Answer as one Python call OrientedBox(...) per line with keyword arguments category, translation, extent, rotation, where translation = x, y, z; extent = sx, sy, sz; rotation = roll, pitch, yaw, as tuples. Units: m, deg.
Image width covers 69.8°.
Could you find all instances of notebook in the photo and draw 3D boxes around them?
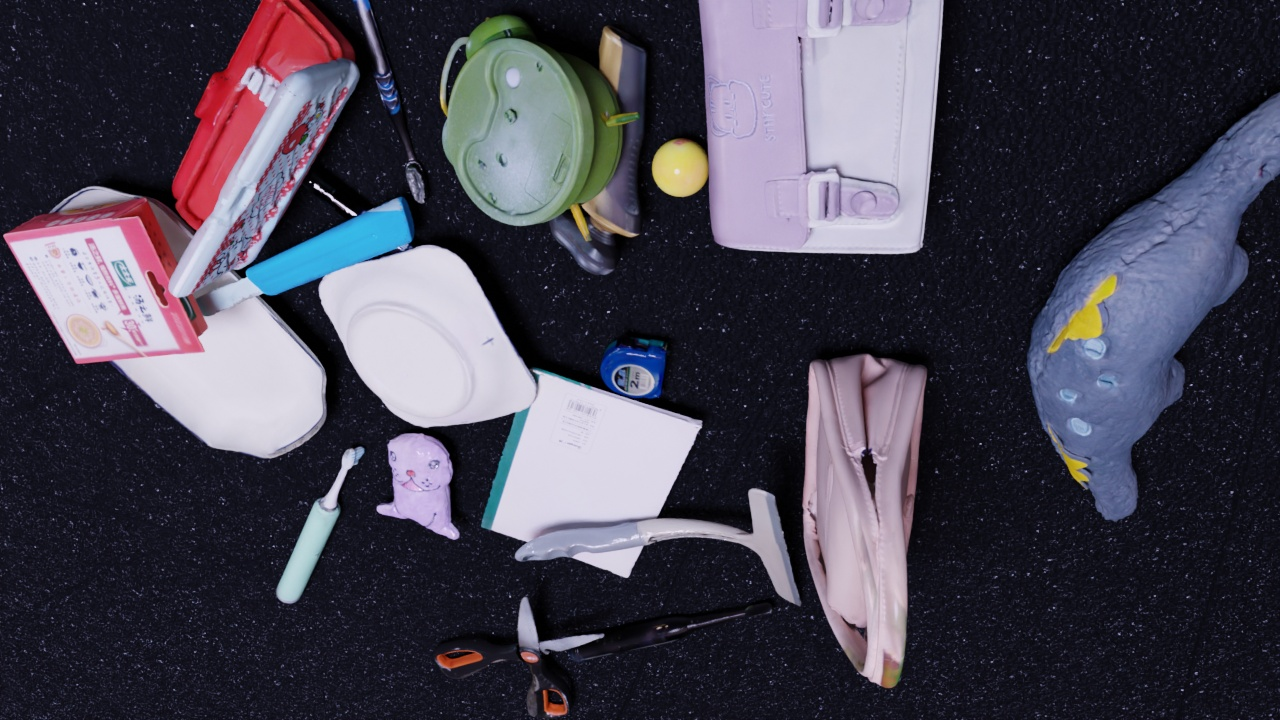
OrientedBox(category="notebook", translation=(-0.050, 0.105, 0.808), extent=(0.150, 0.012, 0.210), rotation=(19, 129, -4))

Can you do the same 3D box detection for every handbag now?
OrientedBox(category="handbag", translation=(0.110, -0.169, 0.579), extent=(0.145, 0.098, 0.197), rotation=(2, 122, 14))
OrientedBox(category="handbag", translation=(0.166, 0.125, 0.669), extent=(0.093, 0.233, 0.194), rotation=(1, 122, 10))

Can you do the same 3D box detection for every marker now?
OrientedBox(category="marker", translation=(-0.207, -0.106, 0.706), extent=(0.132, 0.022, 0.020), rotation=(38, 106, -16))

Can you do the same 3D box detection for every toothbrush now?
OrientedBox(category="toothbrush", translation=(0.029, 0.265, 0.903), extent=(0.213, 0.026, 0.027), rotation=(-17, 152, 17))
OrientedBox(category="toothbrush", translation=(-0.311, 0.161, 0.887), extent=(0.026, 0.027, 0.225), rotation=(45, 123, 19))
OrientedBox(category="toothbrush", translation=(-0.181, -0.199, 0.647), extent=(0.014, 0.016, 0.190), rotation=(-9, 120, 5))

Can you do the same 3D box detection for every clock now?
OrientedBox(category="clock", translation=(-0.080, -0.159, 0.610), extent=(0.161, 0.056, 0.116), rotation=(39, 122, 22))

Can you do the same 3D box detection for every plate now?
OrientedBox(category="plate", translation=(-0.375, -0.029, 0.771), extent=(0.162, 0.034, 0.266), rotation=(-31, 113, 24))
OrientedBox(category="plate", translation=(-0.179, -0.007, 0.738), extent=(0.164, 0.034, 0.164), rotation=(-11, 120, 30))

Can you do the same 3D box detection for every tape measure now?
OrientedBox(category="tape measure", translation=(-0.004, 0.004, 0.741), extent=(0.054, 0.025, 0.058), rotation=(11, 134, 4))

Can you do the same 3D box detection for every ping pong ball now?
OrientedBox(category="ping pong ball", translation=(0.028, -0.135, 0.641), extent=(0.040, 0.040, 0.040), rotation=(4, 122, 6))

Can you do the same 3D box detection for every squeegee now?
OrientedBox(category="squeegee", translation=(0.008, 0.158, 0.807), extent=(0.247, 0.039, 0.247), rotation=(-3, 147, 14))

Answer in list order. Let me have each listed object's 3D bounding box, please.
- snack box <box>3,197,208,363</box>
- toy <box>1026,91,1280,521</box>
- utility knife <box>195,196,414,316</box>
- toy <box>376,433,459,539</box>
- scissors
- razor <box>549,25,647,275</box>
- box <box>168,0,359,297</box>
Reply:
OrientedBox(category="snack box", translation=(-0.396, -0.060, 0.702), extent=(0.127, 0.044, 0.113), rotation=(-4, 119, 16))
OrientedBox(category="toy", translation=(0.345, -0.023, 0.637), extent=(0.138, 0.091, 0.357), rotation=(2, 125, -7))
OrientedBox(category="utility knife", translation=(-0.264, -0.073, 0.705), extent=(0.210, 0.018, 0.034), rotation=(-19, 118, 15))
OrientedBox(category="toy", translation=(-0.201, 0.109, 0.831), extent=(0.084, 0.038, 0.108), rotation=(14, 125, 10))
OrientedBox(category="scissors", translation=(-0.122, 0.306, 0.932), extent=(0.231, 0.021, 0.221), rotation=(-4, 131, 21))
OrientedBox(category="razor", translation=(-0.025, -0.144, 0.638), extent=(0.067, 0.062, 0.168), rotation=(11, 117, 3))
OrientedBox(category="box", translation=(-0.277, -0.146, 0.629), extent=(0.112, 0.099, 0.202), rotation=(46, 118, 4))
